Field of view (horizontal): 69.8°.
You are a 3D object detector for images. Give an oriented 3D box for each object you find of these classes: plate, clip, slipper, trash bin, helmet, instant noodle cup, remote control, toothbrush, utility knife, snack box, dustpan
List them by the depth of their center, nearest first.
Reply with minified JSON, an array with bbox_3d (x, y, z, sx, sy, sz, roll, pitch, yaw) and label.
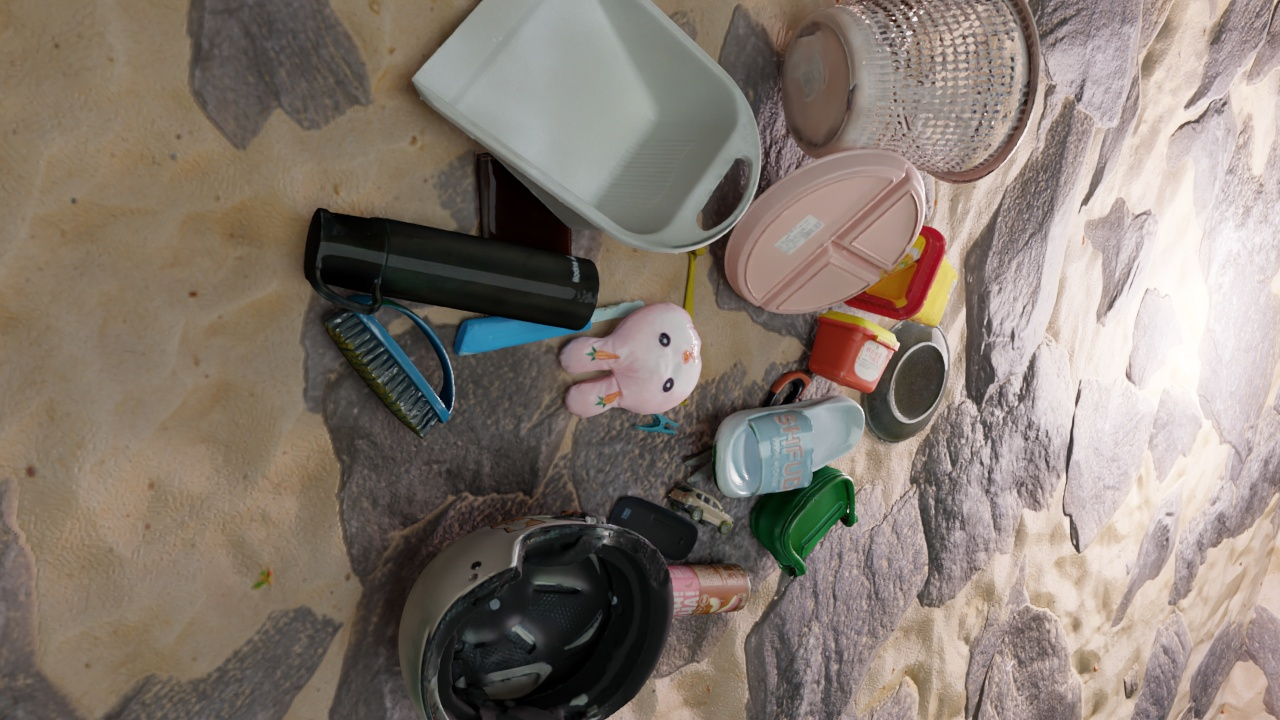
[{"bbox_3d":[-0.016,-0.221,0.801,0.222,0.143,0.258,-57,131,-21],"label":"dustpan"},{"bbox_3d":[-0.114,0.246,0.870,0.273,0.157,0.230,-5,105,-46],"label":"helmet"},{"bbox_3d":[-0.080,-0.037,0.898,0.215,0.018,0.034,-11,121,-33],"label":"utility knife"},{"bbox_3d":[0.266,-0.294,0.969,0.192,0.227,0.228,-9,109,-21],"label":"trash bin"},{"bbox_3d":[0.202,-0.128,0.986,0.229,0.028,0.230,-13,144,-9],"label":"plate"},{"bbox_3d":[0.054,-0.043,0.994,0.015,0.017,0.190,-4,106,-34],"label":"toothbrush"},{"bbox_3d":[0.019,0.069,1.003,0.055,0.013,0.038,23,89,-36],"label":"clip"},{"bbox_3d":[0.020,0.192,1.033,0.136,0.024,0.053,31,84,-37],"label":"remote control"},{"bbox_3d":[0.183,0.102,1.074,0.244,0.074,0.104,-13,113,-34],"label":"slipper"},{"bbox_3d":[0.255,-0.009,1.106,0.091,0.082,0.080,21,89,-40],"label":"snack box"},{"bbox_3d":[0.320,-0.100,1.118,0.123,0.116,0.116,21,91,-49],"label":"instant noodle cup"},{"bbox_3d":[0.367,0.029,1.236,0.179,0.024,0.179,-10,108,-33],"label":"plate"}]

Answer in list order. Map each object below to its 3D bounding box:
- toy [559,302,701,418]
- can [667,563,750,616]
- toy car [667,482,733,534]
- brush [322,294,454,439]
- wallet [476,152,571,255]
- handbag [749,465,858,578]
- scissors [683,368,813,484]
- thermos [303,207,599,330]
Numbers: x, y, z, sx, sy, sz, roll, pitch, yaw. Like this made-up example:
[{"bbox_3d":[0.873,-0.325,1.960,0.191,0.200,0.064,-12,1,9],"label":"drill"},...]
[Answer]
[{"bbox_3d":[-0.006,0.005,0.946,0.159,0.054,0.121,-18,115,-23],"label":"toy"},{"bbox_3d":[0.057,0.265,1.059,0.147,0.058,0.058,8,98,-37],"label":"can"},{"bbox_3d":[0.073,0.171,1.053,0.090,0.042,0.035,36,80,-37],"label":"toy car"},{"bbox_3d":[-0.207,-0.001,0.794,0.073,0.055,0.144,-43,123,-18],"label":"brush"},{"bbox_3d":[-0.106,-0.134,0.853,0.096,0.020,0.122,-12,112,-33],"label":"wallet"},{"bbox_3d":[0.210,0.196,1.143,0.131,0.068,0.120,-43,125,-18],"label":"handbag"},{"bbox_3d":[0.139,0.077,1.092,0.202,0.015,0.204,23,90,-38],"label":"scissors"},{"bbox_3d":[-0.156,-0.066,0.782,0.242,0.069,0.089,7,59,-29],"label":"thermos"}]
